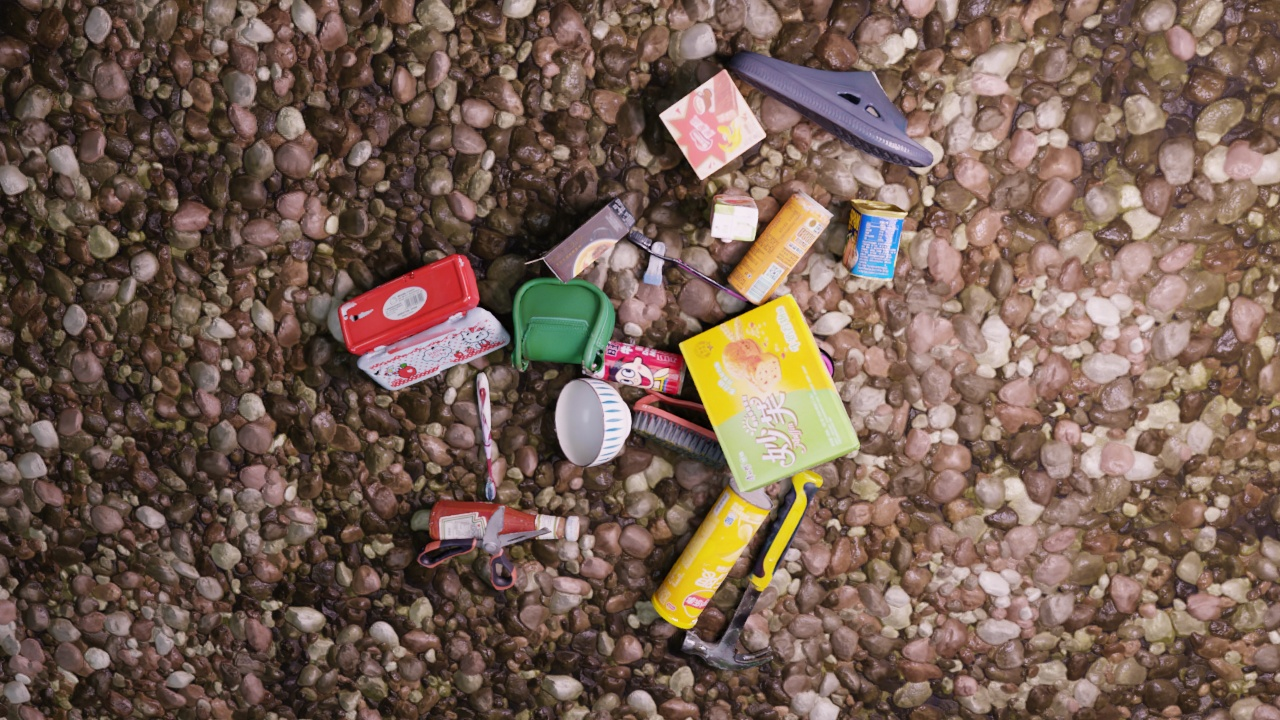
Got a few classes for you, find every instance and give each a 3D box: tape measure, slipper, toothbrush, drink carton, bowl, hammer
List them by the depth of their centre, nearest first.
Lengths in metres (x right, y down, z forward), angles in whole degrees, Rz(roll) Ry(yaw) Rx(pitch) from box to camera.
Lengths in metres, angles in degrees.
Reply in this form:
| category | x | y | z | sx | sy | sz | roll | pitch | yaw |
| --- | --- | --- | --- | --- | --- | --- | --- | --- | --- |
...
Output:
| category | x | y | z | sx | sy | sz | roll | pitch | yaw |
| --- | --- | --- | --- | --- | --- | --- | --- | --- | --- |
| slipper | 0.236 | -0.312 | 1.076 | 0.268 | 0.110 | 0.083 | 28 | 102 | 0 |
| drink carton | 0.112 | -0.173 | 1.115 | 0.053 | 0.122 | 0.045 | 7 | 107 | 2 |
| toothbrush | 0.067 | -0.118 | 1.181 | 0.189 | 0.014 | 0.017 | 27 | 80 | -11 |
| tape measure | 0.224 | 0.011 | 1.197 | 0.058 | 0.039 | 0.057 | -30 | 100 | 12 |
| bowl | -0.056 | 0.081 | 1.214 | 0.066 | 0.116 | 0.116 | -2 | 110 | -37 |
| toothbrush | -0.214 | 0.107 | 1.271 | 0.016 | 0.017 | 0.188 | -1 | 106 | 5 |
| hammer | 0.173 | 0.297 | 1.283 | 0.126 | 0.031 | 0.324 | 23 | 105 | -2 |

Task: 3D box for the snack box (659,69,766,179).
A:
| category | x | y | z | sx | sy | sz | roll | pitch | yaw |
| --- | --- | --- | --- | --- | --- | --- | --- | --- | --- |
| snack box | 0.088 | -0.284 | 1.110 | 0.094 | 0.077 | 0.093 | -32 | 100 | 12 |

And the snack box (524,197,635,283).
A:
| category | x | y | z | sx | sy | sz | roll | pitch | yaw |
| --- | --- | --- | --- | --- | --- | --- | --- | --- | --- |
| snack box | -0.072 | -0.148 | 1.142 | 0.126 | 0.113 | 0.053 | -38 | 99 | 14 |

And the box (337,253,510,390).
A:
| category | x | y | z | sx | sy | sz | roll | pitch | yaw |
| --- | --- | --- | --- | --- | --- | --- | --- | --- | --- |
| box | -0.287 | -0.042 | 1.197 | 0.201 | 0.073 | 0.154 | -21 | 109 | 17 |

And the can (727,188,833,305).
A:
| category | x | y | z | sx | sy | sz | roll | pitch | yaw |
| --- | --- | --- | --- | --- | --- | --- | --- | --- | --- |
| can | 0.174 | -0.140 | 1.151 | 0.058 | 0.058 | 0.146 | 37 | 105 | -5 |

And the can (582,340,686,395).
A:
| category | x | y | z | sx | sy | sz | roll | pitch | yaw |
| --- | --- | --- | --- | --- | --- | --- | --- | --- | --- |
| can | -0.007 | 0.007 | 1.208 | 0.133 | 0.053 | 0.053 | 12 | 105 | 1 |

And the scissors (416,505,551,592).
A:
| category | x | y | z | sx | sy | sz | roll | pitch | yaw |
| --- | --- | --- | --- | --- | --- | --- | --- | --- | --- |
| scissors | -0.216 | 0.259 | 1.259 | 0.189 | 0.015 | 0.226 | 7 | 136 | 0 |

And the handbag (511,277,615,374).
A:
| category | x | y | z | sx | sy | sz | roll | pitch | yaw |
| --- | --- | --- | --- | --- | --- | --- | --- | --- | --- |
| handbag | -0.100 | -0.041 | 1.167 | 0.131 | 0.068 | 0.120 | 3 | 71 | 14 |

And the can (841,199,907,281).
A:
| category | x | y | z | sx | sy | sz | roll | pitch | yaw |
| --- | --- | --- | --- | --- | --- | --- | --- | --- | --- |
| can | 0.282 | -0.148 | 1.119 | 0.057 | 0.102 | 0.083 | 7 | 107 | 2 |

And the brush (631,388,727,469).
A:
| category | x | y | z | sx | sy | sz | roll | pitch | yaw |
| --- | --- | --- | --- | --- | --- | --- | --- | --- | --- |
| brush | 0.059 | 0.087 | 1.225 | 0.146 | 0.063 | 0.069 | 23 | 75 | -1 |

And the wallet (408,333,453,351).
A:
| category | x | y | z | sx | sy | sz | roll | pitch | yaw |
| --- | --- | --- | --- | --- | --- | --- | --- | --- | --- |
| wallet | -0.292 | -0.068 | 1.231 | 0.115 | 0.020 | 0.101 | -23 | 103 | 13 |

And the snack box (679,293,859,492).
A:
| category | x | y | z | sx | sy | sz | roll | pitch | yaw |
| --- | --- | --- | --- | --- | --- | --- | --- | --- | --- |
| snack box | 0.162 | 0.042 | 1.151 | 0.158 | 0.070 | 0.210 | -25 | 78 | 13 |

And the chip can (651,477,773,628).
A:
| category | x | y | z | sx | sy | sz | roll | pitch | yaw |
| --- | --- | --- | --- | --- | --- | --- | --- | --- | --- |
| chip can | 0.097 | 0.265 | 1.261 | 0.072 | 0.072 | 0.214 | 29 | 105 | -3 |

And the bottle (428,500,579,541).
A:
| category | x | y | z | sx | sy | sz | roll | pitch | yaw |
| --- | --- | --- | --- | --- | --- | --- | --- | --- | --- |
| bottle | -0.189 | 0.229 | 1.281 | 0.206 | 0.059 | 0.060 | 2 | 105 | 4 |

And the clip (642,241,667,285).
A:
| category | x | y | z | sx | sy | sz | roll | pitch | yaw |
| --- | --- | --- | --- | --- | --- | --- | --- | --- | --- |
| clip | 0.020 | -0.126 | 1.189 | 0.027 | 0.043 | 0.058 | 15 | 98 | 3 |
